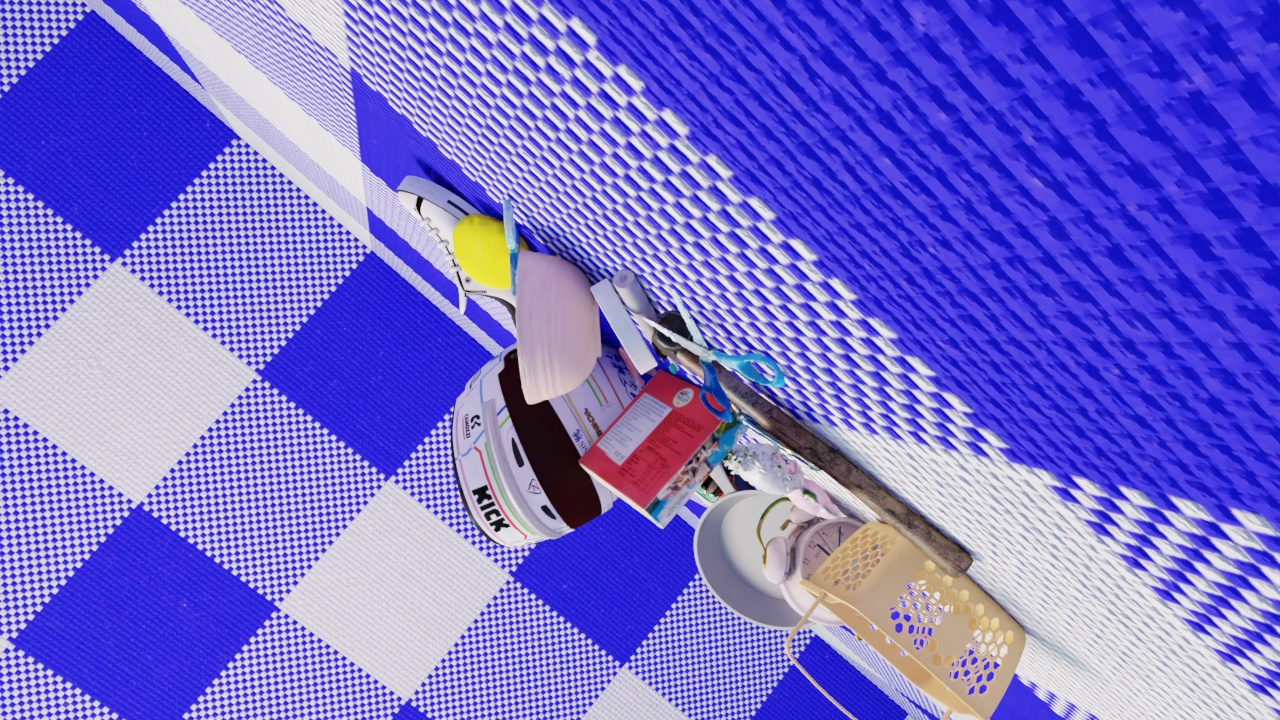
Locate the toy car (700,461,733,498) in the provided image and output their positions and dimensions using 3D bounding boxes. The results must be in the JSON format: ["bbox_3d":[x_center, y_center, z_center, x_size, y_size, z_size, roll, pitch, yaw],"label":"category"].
[{"bbox_3d":[0.097,0.144,1.236,0.036,0.042,0.091,18,-157,-29],"label":"toy car"}]

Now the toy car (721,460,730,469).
[{"bbox_3d":[0.093,0.112,1.184,0.089,0.025,0.038,32,180,-4],"label":"toy car"}]

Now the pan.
[{"bbox_3d":[0.127,0.184,1.160,0.356,0.201,0.050,60,-148,-6],"label":"pan"}]

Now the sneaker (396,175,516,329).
[{"bbox_3d":[-0.196,-0.108,1.071,0.245,0.097,0.091,43,171,-19],"label":"sneaker"}]

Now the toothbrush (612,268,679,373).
[{"bbox_3d":[0.011,-0.030,0.851,0.018,0.019,0.188,29,167,27],"label":"toothbrush"}]

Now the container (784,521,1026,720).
[{"bbox_3d":[0.247,0.270,0.875,0.183,0.167,0.129,42,171,-9],"label":"container"}]

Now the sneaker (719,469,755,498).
[{"bbox_3d":[0.190,0.234,1.266,0.241,0.091,0.116,58,167,7],"label":"sneaker"}]

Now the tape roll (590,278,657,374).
[{"bbox_3d":[-0.015,-0.032,0.848,0.094,0.019,0.094,59,-179,-3],"label":"tape roll"}]

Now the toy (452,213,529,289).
[{"bbox_3d":[-0.161,-0.117,0.995,0.095,0.041,0.094,30,138,-1],"label":"toy"}]

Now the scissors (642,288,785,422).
[{"bbox_3d":[0.051,0.003,0.735,0.129,0.014,0.119,30,141,12],"label":"scissors"}]

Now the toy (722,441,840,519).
[{"bbox_3d":[0.123,0.101,0.789,0.109,0.041,0.096,32,176,4],"label":"toy"}]

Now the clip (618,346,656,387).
[{"bbox_3d":[0.000,0.002,1.067,0.023,0.045,0.060,22,128,56],"label":"clip"}]

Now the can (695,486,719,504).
[{"bbox_3d":[0.111,0.186,1.383,0.101,0.053,0.053,35,170,33],"label":"can"}]

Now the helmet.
[{"bbox_3d":[-0.100,0.083,1.144,0.314,0.236,0.231,-113,-2,-73],"label":"helmet"}]

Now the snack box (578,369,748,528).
[{"bbox_3d":[0.023,0.089,0.984,0.040,0.144,0.143,49,167,-33],"label":"snack box"}]

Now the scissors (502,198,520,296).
[{"bbox_3d":[-0.123,-0.104,0.903,0.125,0.013,0.130,-100,3,-48],"label":"scissors"}]

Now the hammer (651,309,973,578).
[{"bbox_3d":[0.144,0.074,0.799,0.330,0.033,0.120,39,175,6],"label":"hammer"}]

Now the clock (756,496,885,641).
[{"bbox_3d":[0.194,0.210,0.978,0.158,0.116,0.059,39,161,5],"label":"clock"}]

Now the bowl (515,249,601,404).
[{"bbox_3d":[-0.078,-0.034,0.906,0.076,0.153,0.153,-2,169,-1],"label":"bowl"}]

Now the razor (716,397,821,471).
[{"bbox_3d":[0.117,0.063,0.879,0.141,0.018,0.044,37,170,19],"label":"razor"}]
